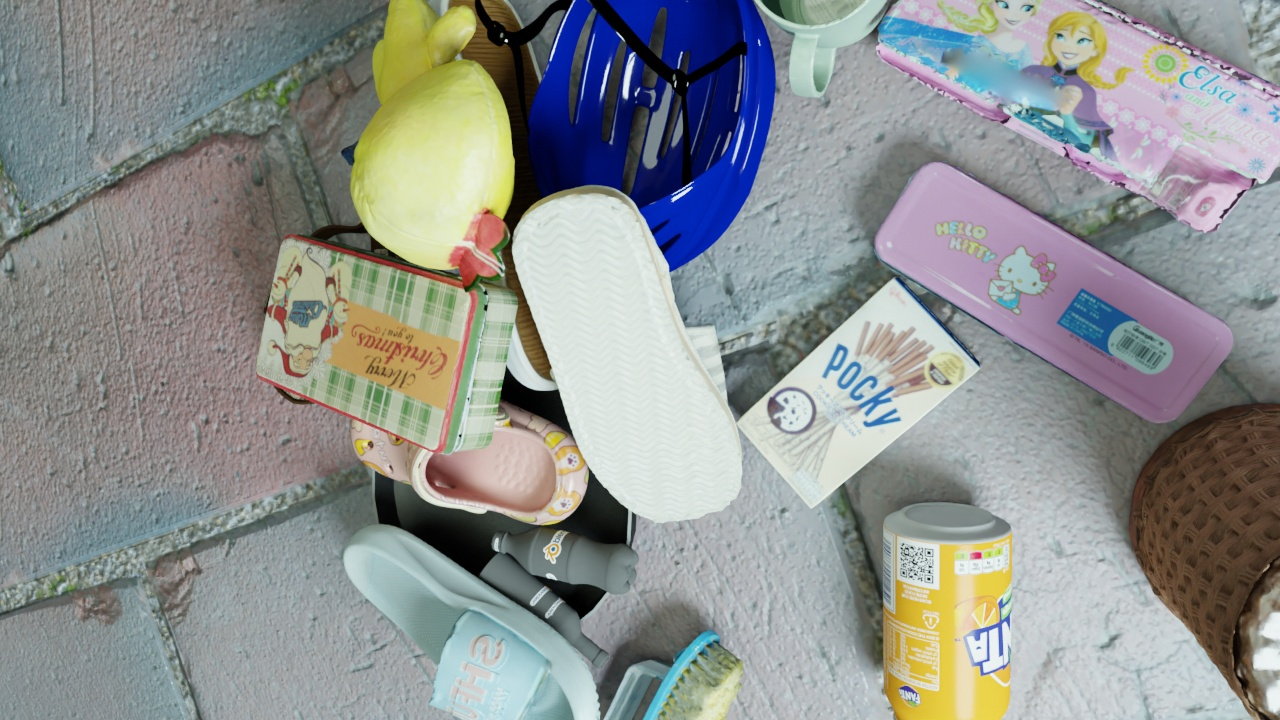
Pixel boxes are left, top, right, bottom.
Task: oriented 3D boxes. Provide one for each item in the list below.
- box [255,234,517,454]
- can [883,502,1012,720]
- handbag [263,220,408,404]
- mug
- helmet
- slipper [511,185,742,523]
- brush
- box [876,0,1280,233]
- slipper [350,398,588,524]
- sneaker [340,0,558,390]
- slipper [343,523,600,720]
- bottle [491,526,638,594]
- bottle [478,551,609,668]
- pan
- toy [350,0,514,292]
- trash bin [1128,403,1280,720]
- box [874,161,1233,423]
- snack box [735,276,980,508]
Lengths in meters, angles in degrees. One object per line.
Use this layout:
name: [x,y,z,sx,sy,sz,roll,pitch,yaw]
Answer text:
box: [-0.182,-0.016,0.637,0.206,0.050,0.118,18,101,31]
can: [0.199,0.169,0.598,0.079,0.079,0.142,0,97,20]
handbag: [-0.240,-0.045,0.742,0.167,0.063,0.138,-36,75,22]
mug: [0.112,-0.219,0.565,0.084,0.103,0.111,13,100,18]
helmet: [-0.014,-0.154,0.554,0.148,0.227,0.242,23,107,24]
slipper: [-0.004,0.004,0.603,0.114,0.054,0.273,-20,126,7]
brush: [0.021,0.256,0.689,0.075,0.055,0.136,35,108,35]
box: [0.249,-0.160,0.529,0.230,0.076,0.085,33,126,13]
slipper: [-0.136,0.065,0.671,0.197,0.081,0.093,15,100,16]
sneaker: [-0.122,-0.114,0.677,0.128,0.120,0.294,-18,88,43]
slipper: [-0.136,0.214,0.678,0.245,0.074,0.104,32,132,18]
bottle: [-0.057,0.144,0.674,0.110,0.036,0.036,9,100,17]
bottle: [-0.070,0.190,0.687,0.113,0.030,0.030,37,107,12]
pan: [-0.094,0.174,0.728,0.226,0.034,0.356,-12,93,21]
toy: [-0.132,-0.139,0.565,0.134,0.092,0.207,-53,42,46]
trash bin: [0.349,0.111,0.467,0.151,0.209,0.151,3,98,19]
box: [0.251,-0.045,0.576,0.214,0.036,0.076,34,103,13]
snack box: [0.146,0.023,0.626,0.082,0.026,0.150,48,110,9]
